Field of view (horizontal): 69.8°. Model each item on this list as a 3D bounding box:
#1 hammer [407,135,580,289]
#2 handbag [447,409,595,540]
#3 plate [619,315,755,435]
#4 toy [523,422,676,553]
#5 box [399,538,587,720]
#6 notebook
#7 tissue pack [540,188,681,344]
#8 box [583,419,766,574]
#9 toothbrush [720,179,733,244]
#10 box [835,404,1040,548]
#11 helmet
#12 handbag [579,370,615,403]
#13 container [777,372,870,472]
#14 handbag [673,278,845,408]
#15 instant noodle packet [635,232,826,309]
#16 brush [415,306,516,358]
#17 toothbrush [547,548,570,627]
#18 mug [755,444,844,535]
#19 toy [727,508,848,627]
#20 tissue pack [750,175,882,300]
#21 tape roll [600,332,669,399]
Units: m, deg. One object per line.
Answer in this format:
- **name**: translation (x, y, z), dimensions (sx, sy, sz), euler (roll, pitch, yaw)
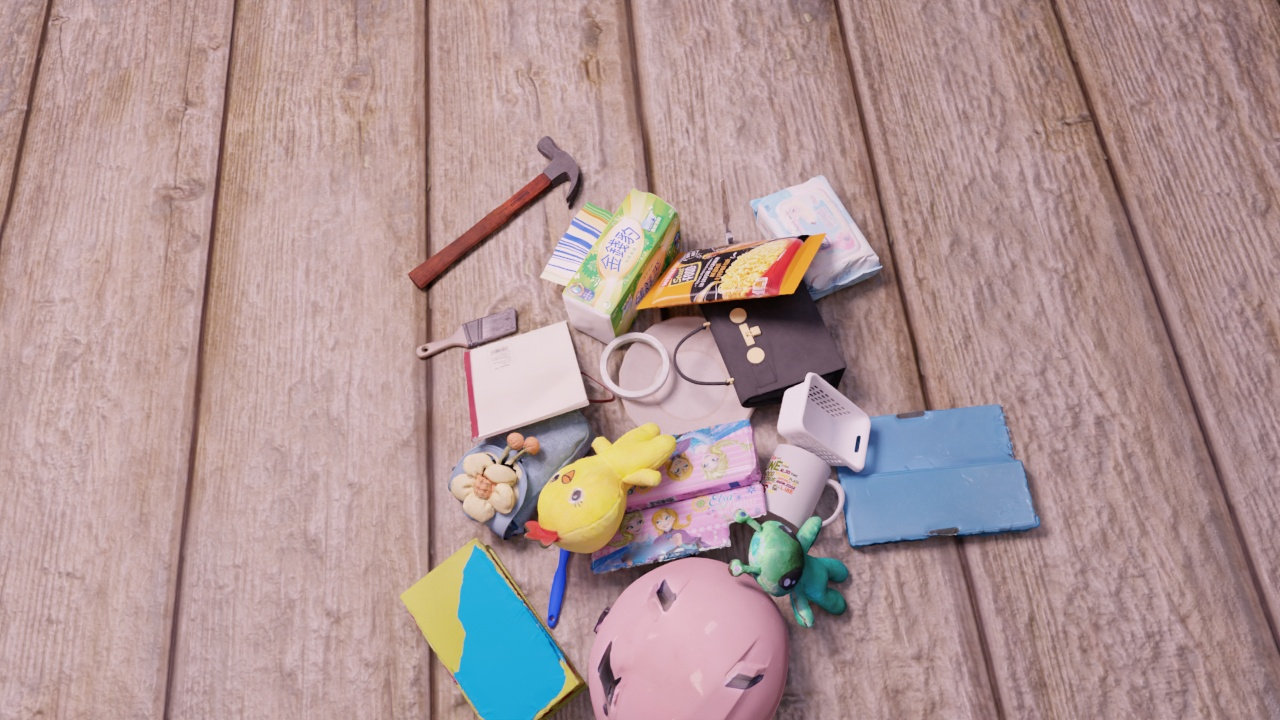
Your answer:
- **hammer**: translation (-0.215, -0.207, 1.351), dimensions (0.300, 0.028, 0.111), euler (-40, 69, -11)
- **handbag**: translation (-0.151, 0.125, 1.162), dimensions (0.122, 0.119, 0.191), euler (40, 80, 19)
- **plate**: translation (0.066, 0.030, 1.231), dimensions (0.189, 0.027, 0.188), euler (-2, 68, 4)
- **toy**: translation (-0.045, 0.153, 1.100), dimensions (0.207, 0.092, 0.134), euler (-47, 30, -9)
- **box**: translation (-0.175, 0.338, 1.101), dimensions (0.124, 0.081, 0.221), euler (-39, 73, -10)
- **notebook**: translation (-0.155, 0.021, 1.202), dimensions (0.153, 0.012, 0.208), euler (-18, 33, -2)
- **tissue pack**: translation (-0.049, -0.141, 1.269), dimensions (0.141, 0.120, 0.197), euler (27, 65, 16)
- **box**: translation (0.037, 0.168, 1.130), dimensions (0.231, 0.035, 0.159), euler (-15, 52, 15)
- **toothbrush**: translation (0.116, -0.196, 1.236), dimensions (0.010, 0.181, 0.010), euler (-22, 71, 1)
- **box**: translation (0.364, 0.141, 1.160), dimensions (0.231, 0.033, 0.174), euler (-7, 67, 2)
- **helmet**: translation (0.052, 0.349, 1.044), dimensions (0.255, 0.152, 0.230), euler (-45, 75, -7)
- **handbag**: translation (-0.085, 0.034, 1.225), dimensions (0.120, 0.029, 0.055), euler (17, 71, 28)
- **container**: translation (0.225, 0.080, 1.141), dimensions (0.050, 0.129, 0.080), euler (-17, 47, 47)
- **handbag**: translation (0.137, -0.021, 1.202), dimensions (0.195, 0.072, 0.175), euler (-15, 62, -9)
- **instant noodle packet**: translation (0.119, -0.117, 1.207), dimensions (0.221, 0.032, 0.159), euler (-4, 32, 31)
- **brush**: translation (-0.244, -0.035, 1.292), dimensions (0.151, 0.012, 0.039), euler (-19, 68, -3)
- **toothbrush**: translation (-0.096, 0.246, 1.166), dimensions (0.016, 0.018, 0.182), euler (7, 71, 7)
- **mug**: translation (0.199, 0.167, 1.140), dimensions (0.105, 0.073, 0.089), euler (24, 72, 14)
- **toy**: translation (0.176, 0.243, 1.074), dimensions (0.073, 0.193, 0.130), euler (-20, 49, 44)
- **tissue pack**: translation (0.241, -0.175, 1.278), dimensions (0.112, 0.070, 0.181), euler (-25, 67, -5)
- **tape roll**: translation (-0.007, 0.007, 1.223), dimensions (0.093, 0.013, 0.093), euler (-2, 68, 4)
